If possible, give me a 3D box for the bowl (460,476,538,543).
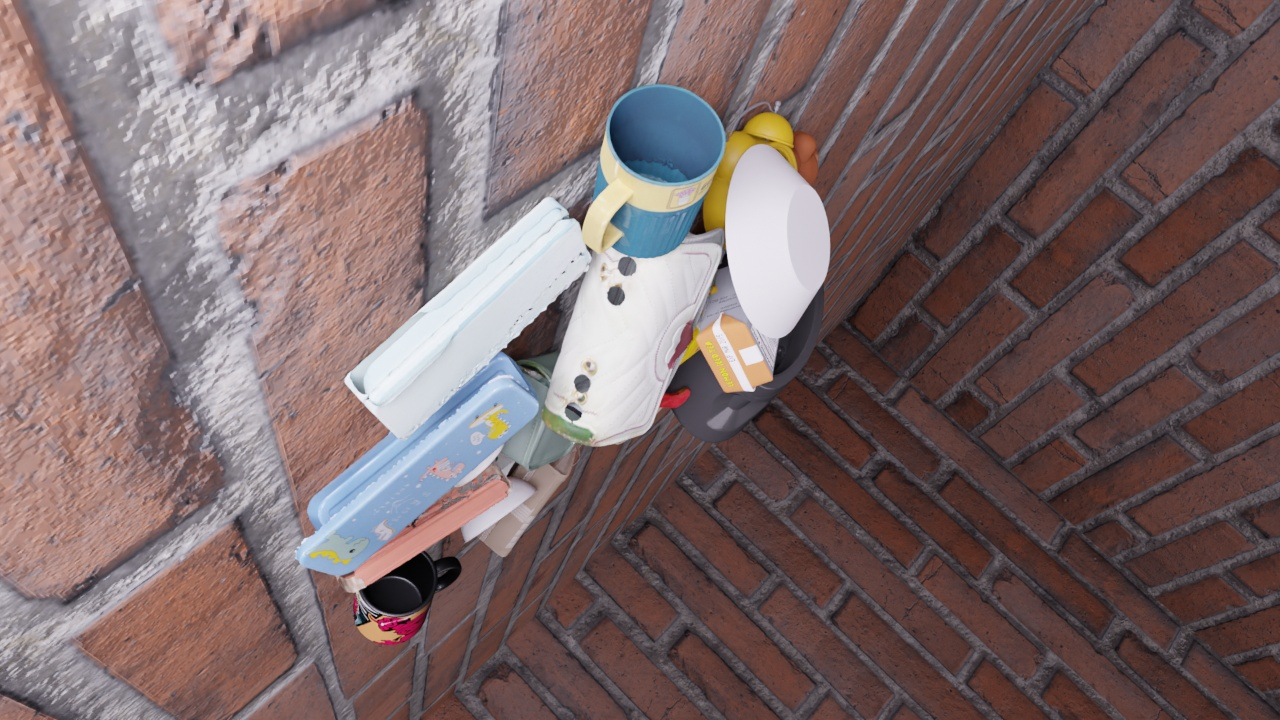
[{"bbox_3d":[-0.181,0.173,1.115,0.110,0.040,0.110,-36,179,-1],"label":"bowl"}]

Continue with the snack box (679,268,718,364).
[{"bbox_3d":[0.038,-0.065,0.943,0.083,0.106,0.061,-36,167,-39],"label":"snack box"}]

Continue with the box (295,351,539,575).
[{"bbox_3d":[-0.178,0.070,0.700,0.209,0.074,0.078,-40,153,2],"label":"box"}]

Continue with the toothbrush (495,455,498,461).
[{"bbox_3d":[-0.197,0.115,0.939,0.017,0.016,0.189,-52,168,14],"label":"toothbrush"}]

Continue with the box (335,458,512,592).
[{"bbox_3d":[-0.218,0.146,0.882,0.188,0.062,0.058,-32,146,-15],"label":"box"}]

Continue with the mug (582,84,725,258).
[{"bbox_3d":[-0.001,-0.123,0.659,0.113,0.083,0.107,-48,174,-23],"label":"mug"}]

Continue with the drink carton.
[{"bbox_3d":[0.096,-0.036,0.854,0.049,0.076,0.124,-17,-150,26],"label":"drink carton"}]

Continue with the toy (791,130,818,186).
[{"bbox_3d":[0.141,-0.206,0.982,0.127,0.065,0.095,-17,147,-47],"label":"toy"}]

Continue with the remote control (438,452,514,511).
[{"bbox_3d":[-0.197,0.148,1.031,0.143,0.024,0.050,-37,166,-47],"label":"remote control"}]

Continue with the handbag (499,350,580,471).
[{"bbox_3d":[-0.099,0.043,0.911,0.106,0.067,0.121,-66,165,14],"label":"handbag"}]

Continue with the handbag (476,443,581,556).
[{"bbox_3d":[-0.127,0.153,1.271,0.176,0.062,0.197,-53,175,31],"label":"handbag"}]

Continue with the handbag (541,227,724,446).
[{"bbox_3d":[-0.006,-0.033,0.804,0.141,0.096,0.199,-34,148,-62],"label":"handbag"}]

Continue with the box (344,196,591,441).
[{"bbox_3d":[-0.120,-0.033,0.657,0.198,0.066,0.083,-44,144,-13],"label":"box"}]

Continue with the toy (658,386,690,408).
[{"bbox_3d":[-0.006,0.006,0.995,0.094,0.133,0.087,-65,172,31],"label":"toy"}]

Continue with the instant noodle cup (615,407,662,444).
[{"bbox_3d":[-0.009,0.035,1.187,0.178,0.077,0.179,-44,168,-12],"label":"instant noodle cup"}]

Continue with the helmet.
[{"bbox_3d":[0.101,-0.035,1.079,0.164,0.170,0.264,13,84,-35],"label":"helmet"}]

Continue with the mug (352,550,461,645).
[{"bbox_3d":[-0.252,0.249,1.004,0.117,0.082,0.098,-18,155,-30],"label":"mug"}]

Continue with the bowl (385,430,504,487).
[{"bbox_3d":[-0.159,0.067,0.795,0.118,0.062,0.118,-44,169,-11],"label":"bowl"}]

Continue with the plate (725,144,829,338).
[{"bbox_3d":[0.134,-0.108,0.819,0.036,0.174,0.173,-2,-162,34],"label":"plate"}]

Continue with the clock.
[{"bbox_3d":[0.105,-0.170,0.880,0.113,0.052,0.152,-37,138,-38],"label":"clock"}]
